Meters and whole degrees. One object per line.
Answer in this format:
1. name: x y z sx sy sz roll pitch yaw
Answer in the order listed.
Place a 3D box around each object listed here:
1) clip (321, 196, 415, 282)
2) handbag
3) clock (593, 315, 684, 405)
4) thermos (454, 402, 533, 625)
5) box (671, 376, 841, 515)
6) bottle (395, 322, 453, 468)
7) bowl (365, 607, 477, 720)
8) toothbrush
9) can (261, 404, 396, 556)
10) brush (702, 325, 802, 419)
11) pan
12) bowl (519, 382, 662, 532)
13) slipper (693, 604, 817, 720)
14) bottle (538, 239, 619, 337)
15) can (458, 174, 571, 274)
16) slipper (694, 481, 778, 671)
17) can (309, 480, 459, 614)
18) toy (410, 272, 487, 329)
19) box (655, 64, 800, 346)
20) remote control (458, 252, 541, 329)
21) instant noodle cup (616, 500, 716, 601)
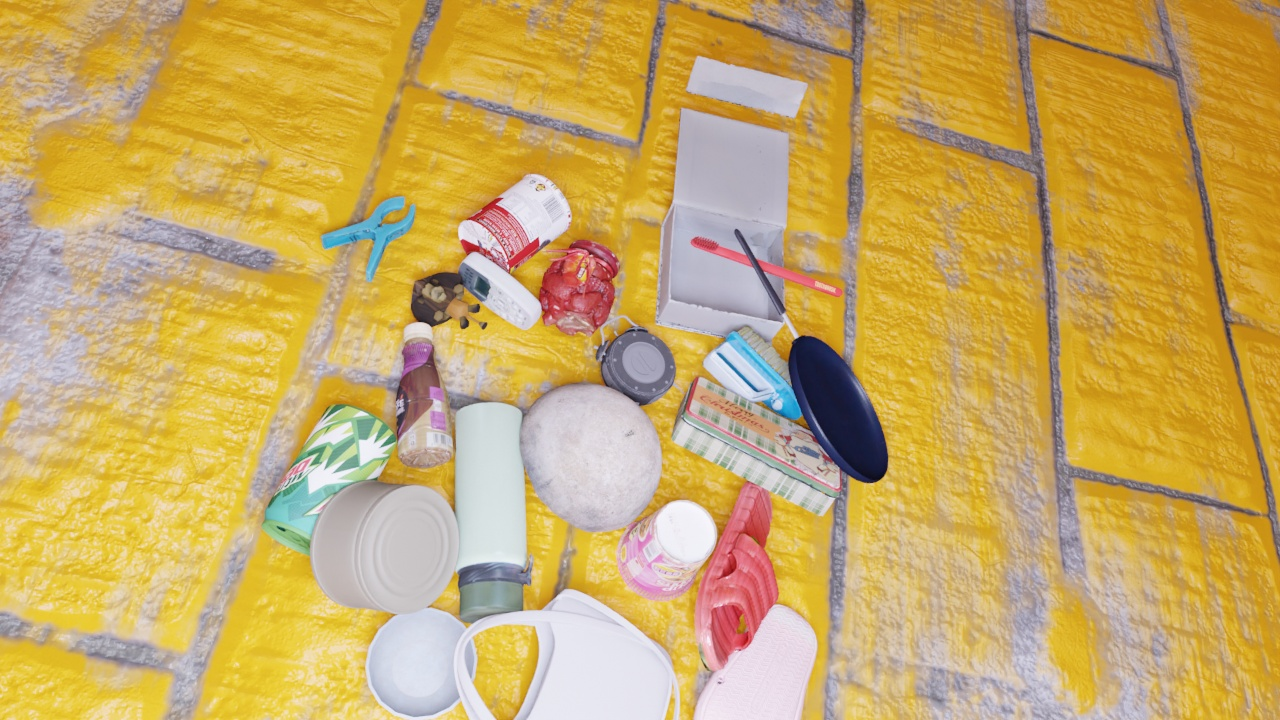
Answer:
1. clip: -0.317 -0.153 1.133 0.102 0.027 0.119 36 59 1
2. handbag: -0.083 0.330 0.885 0.222 0.096 0.215 31 57 -17
3. clock: -0.007 0.006 1.128 0.091 0.044 0.123 -30 80 -30
4. thermos: -0.157 0.164 0.983 0.082 0.082 0.231 3 62 -15
5. box: 0.140 0.099 1.091 0.205 0.051 0.117 27 22 0
6. bottle: -0.246 0.035 1.034 0.059 0.060 0.165 -2 64 -18
7. bowl: -0.218 0.304 0.913 0.106 0.039 0.106 7 62 -13
8. toothbrush: 0.165 -0.121 1.177 0.212 0.018 0.012 18 73 -9
9. can: -0.321 0.124 0.951 0.083 0.083 0.143 24 59 -3
10. brush: 0.150 0.026 1.159 0.136 0.056 0.075 45 55 9
11. pan: 0.204 -0.008 1.139 0.356 0.021 0.198 60 30 3
12. bowl: -0.039 0.096 1.021 0.178 0.081 0.178 19 55 -30
13. slipper: 0.123 0.355 0.980 0.107 0.056 0.220 34 48 4
14. bottle: -0.077 -0.090 1.129 0.099 0.099 0.111 24 64 -3
15. can: -0.156 -0.168 1.152 0.086 0.087 0.116 42 60 8
16. slipper: 0.119 0.232 0.996 0.059 0.104 0.248 -1 34 25
17. can: -0.250 0.184 0.908 0.127 0.073 0.127 6 83 -53
18. toy: -0.225 -0.065 1.088 0.100 0.062 0.076 29 76 20
19. box: 0.121 -0.210 1.251 0.166 0.099 0.367 10 67 -12
20. remote control: -0.172 -0.083 1.119 0.114 0.060 0.028 39 56 1
21. instant noodle cup: 0.034 0.203 1.002 0.097 0.109 0.097 7 62 -13
